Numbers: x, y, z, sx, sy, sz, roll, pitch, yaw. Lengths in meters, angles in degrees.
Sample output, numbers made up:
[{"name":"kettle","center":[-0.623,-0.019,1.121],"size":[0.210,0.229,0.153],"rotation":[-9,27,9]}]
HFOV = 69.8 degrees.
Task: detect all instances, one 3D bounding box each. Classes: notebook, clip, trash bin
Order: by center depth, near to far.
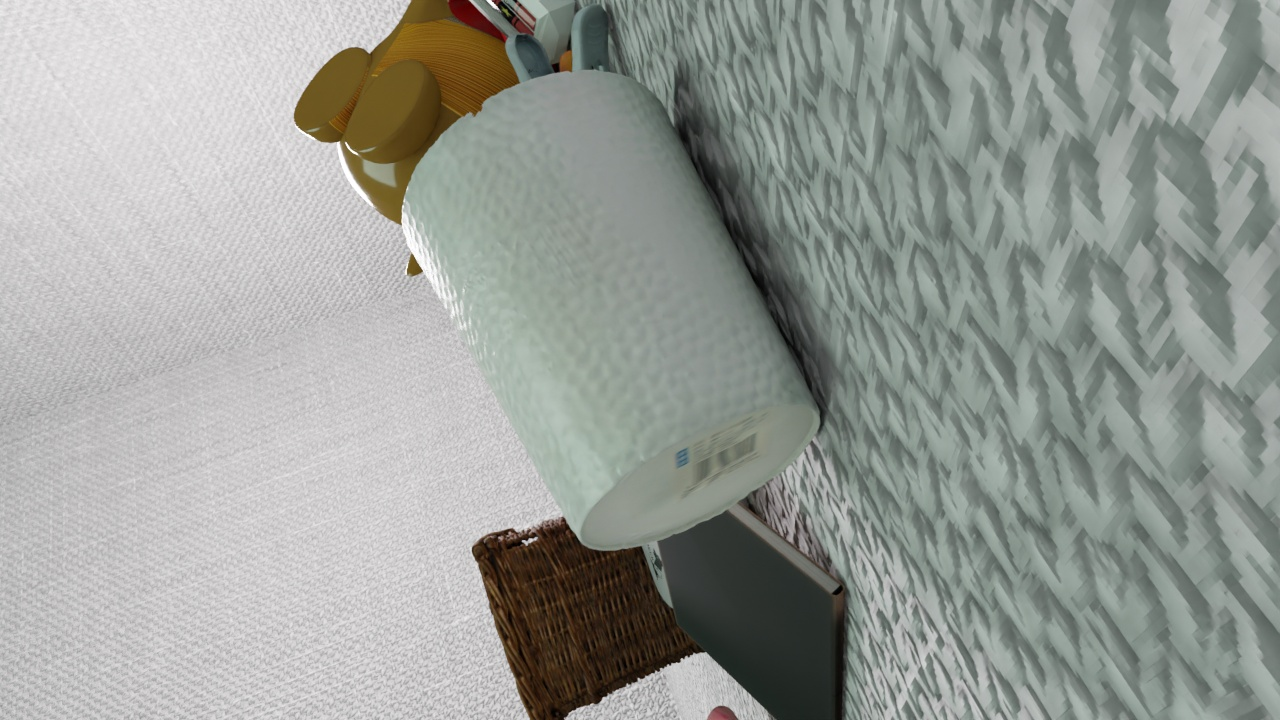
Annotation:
[{"name":"trash bin","center":[-0.011,-0.016,0.387],"size":[0.133,0.133,0.161],"rotation":[85,159,-62]},{"name":"clip","center":[-0.047,-0.102,0.517],"size":[0.128,0.028,0.167],"rotation":[-7,101,40]},{"name":"notebook","center":[0.059,0.142,0.522],"size":[0.141,0.008,0.209],"rotation":[36,152,37]}]

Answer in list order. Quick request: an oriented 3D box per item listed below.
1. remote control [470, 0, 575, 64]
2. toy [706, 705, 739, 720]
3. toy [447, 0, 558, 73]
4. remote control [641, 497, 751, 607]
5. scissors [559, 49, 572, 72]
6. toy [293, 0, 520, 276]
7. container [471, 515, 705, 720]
[{"name":"remote control","center":[-0.096,-0.242,0.572],"size":[0.143,0.024,0.050],"rotation":[47,152,11]},{"name":"toy","center":[0.104,0.385,0.703],"size":[0.236,0.097,0.192],"rotation":[59,176,24]},{"name":"toy","center":[-0.130,-0.246,0.712],"size":[0.197,0.120,0.159],"rotation":[55,161,37]},{"name":"remote control","center":[0.038,0.130,0.615],"size":[0.151,0.019,0.074],"rotation":[-32,76,63]},{"name":"scissors","center":[-0.041,-0.127,0.587],"size":[0.133,0.012,0.096],"rotation":[80,-158,-50]},{"name":"toy","center":[-0.113,-0.125,0.623],"size":[0.199,0.162,0.203],"rotation":[26,171,41]},{"name":"container","center":[-0.027,0.197,0.794],"size":[0.250,0.183,0.162],"rotation":[115,135,-81]}]
